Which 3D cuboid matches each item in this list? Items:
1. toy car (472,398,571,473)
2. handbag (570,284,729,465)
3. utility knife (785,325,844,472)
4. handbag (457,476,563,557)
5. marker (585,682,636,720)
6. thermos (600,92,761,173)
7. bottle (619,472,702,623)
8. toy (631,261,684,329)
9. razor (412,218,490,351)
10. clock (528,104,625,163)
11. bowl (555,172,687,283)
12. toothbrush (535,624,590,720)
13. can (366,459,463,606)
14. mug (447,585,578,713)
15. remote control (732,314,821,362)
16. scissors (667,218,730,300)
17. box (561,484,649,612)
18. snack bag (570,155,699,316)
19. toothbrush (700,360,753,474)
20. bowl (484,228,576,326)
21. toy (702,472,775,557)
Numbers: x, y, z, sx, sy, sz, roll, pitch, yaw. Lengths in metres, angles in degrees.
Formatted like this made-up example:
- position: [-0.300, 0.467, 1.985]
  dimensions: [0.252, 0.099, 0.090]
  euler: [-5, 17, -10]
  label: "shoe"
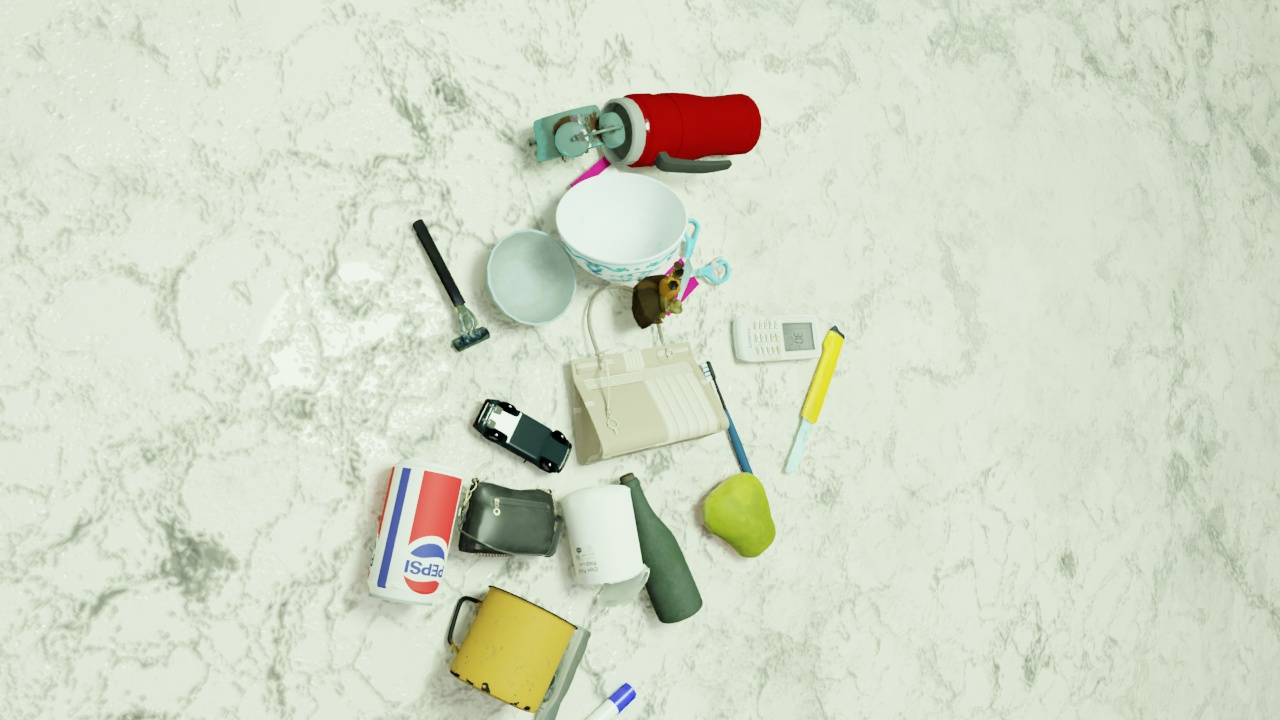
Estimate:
- position: [-0.126, 0.081, 0.986]
  dimensions: [0.112, 0.034, 0.046]
  euler: [33, 67, -23]
  label: "toy car"
- position: [-0.006, 0.006, 1.070]
  dimensions: [0.175, 0.062, 0.198]
  euler: [-10, 80, -33]
  label: "handbag"
- position: [0.233, 0.051, 1.224]
  dimensions: [0.030, 0.019, 0.223]
  euler: [32, 63, -18]
  label: "utility knife"
- position: [-0.133, 0.164, 0.953]
  dimensions: [0.128, 0.054, 0.079]
  euler: [15, 69, -42]
  label: "handbag"
- position: [-0.061, 0.404, 0.992]
  dimensions: [0.141, 0.020, 0.020]
  euler: [-35, 102, -31]
  label: "marker"
- position: [0.055, -0.272, 1.112]
  dimensions: [0.198, 0.084, 0.108]
  euler: [-14, 68, -35]
  label: "thermos"
- position: [0.016, 0.210, 1.046]
  dimensions: [0.055, 0.055, 0.174]
  euler: [-25, 95, -32]
  label: "bottle"
- position: [0.026, -0.077, 1.040]
  dimensions: [0.062, 0.100, 0.076]
  euler: [29, 52, -9]
  label: "toy"
- position: [-0.203, -0.082, 0.967]
  dimensions: [0.042, 0.022, 0.144]
  euler: [-29, 99, -33]
  label: "razor"
- position: [-0.069, -0.250, 1.013]
  dimensions: [0.089, 0.124, 0.053]
  euler: [-24, 105, -32]
  label: "clock"
- position: [-0.021, -0.135, 1.030]
  dimensions: [0.144, 0.074, 0.143]
  euler: [1, 51, -1]
  label: "bowl"
- position: [-0.099, 0.372, 0.973]
  dimensions: [0.024, 0.022, 0.185]
  euler: [33, 69, -21]
  label: "toothbrush"
- position: [-0.219, 0.167, 0.895]
  dimensions: [0.070, 0.070, 0.132]
  euler: [17, 75, -29]
  label: "can"
- position: [-0.139, 0.286, 0.921]
  dimensions: [0.124, 0.100, 0.094]
  euler: [21, 70, 15]
  label: "mug"
- position: [0.179, -0.029, 1.196]
  dimensions: [0.138, 0.025, 0.060]
  euler: [-3, 85, -32]
  label: "remote control"
- position: [0.061, -0.128, 1.128]
  dimensions: [0.140, 0.015, 0.111]
  euler: [-22, 90, -52]
  label: "scissors"
- position: [-0.034, 0.206, 1.003]
  dimensions: [0.089, 0.080, 0.143]
  euler: [-9, 89, -51]
  label: "box"
- position: [-0.005, -0.149, 1.103]
  dimensions: [0.196, 0.016, 0.070]
  euler: [52, 57, -15]
  label: "snack bag"
- position: [0.110, 0.079, 1.145]
  dimensions: [0.014, 0.014, 0.168]
  euler: [-21, 98, 1]
  label: "toothbrush"
- position: [-0.126, -0.088, 1.006]
  dimensions: [0.106, 0.039, 0.106]
  euler: [5, 81, -31]
  label: "bowl"
- position: [0.124, 0.193, 1.117]
  dimensions: [0.089, 0.051, 0.110]
  euler: [-37, 105, -28]
  label: "toy"
